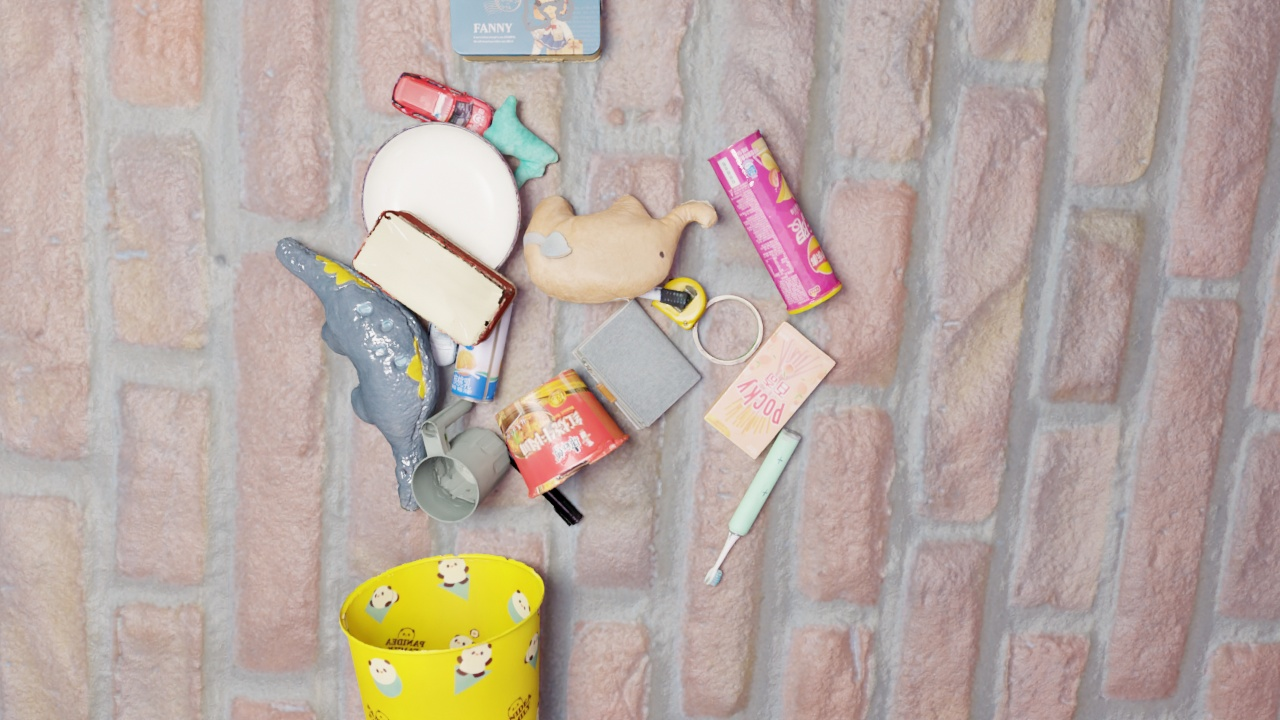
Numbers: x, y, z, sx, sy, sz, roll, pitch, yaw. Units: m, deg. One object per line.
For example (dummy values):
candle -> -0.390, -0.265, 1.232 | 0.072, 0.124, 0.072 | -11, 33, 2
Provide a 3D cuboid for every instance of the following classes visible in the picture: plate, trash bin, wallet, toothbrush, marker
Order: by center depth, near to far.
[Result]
plate -> -0.227, -0.179, 1.067 | 0.192, 0.039, 0.192 | 2, 104, 9
trash bin -> -0.220, 0.392, 1.080 | 0.229, 0.229, 0.255 | -3, 104, -2
marker -> -0.006, -0.083, 1.094 | 0.131, 0.018, 0.022 | 11, 97, 15
wallet -> -0.007, 0.007, 1.116 | 0.106, 0.037, 0.129 | -42, 99, -7
marker -> -0.124, 0.155, 1.142 | 0.022, 0.020, 0.132 | -41, 99, 14
toothbrush -> 0.137, 0.186, 1.151 | 0.027, 0.026, 0.224 | 25, 97, -27

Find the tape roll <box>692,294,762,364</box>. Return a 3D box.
tape roll -> 0.106, -0.037, 1.124 | 0.086, 0.014, 0.086 | 0, 99, -2

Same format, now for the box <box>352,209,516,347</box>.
box -> -0.232, -0.090, 1.024 | 0.168, 0.076, 0.091 | 35, 99, 0

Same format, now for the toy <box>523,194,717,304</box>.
toy -> -0.023, -0.132, 1.066 | 0.226, 0.082, 0.143 | -3, 76, -1

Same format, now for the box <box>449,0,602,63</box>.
box -> -0.134, -0.386, 1.044 | 0.184, 0.059, 0.090 | -3, 98, -3

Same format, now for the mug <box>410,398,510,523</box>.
mug -> -0.213, 0.113, 1.079 | 0.084, 0.103, 0.124 | -6, 103, 17

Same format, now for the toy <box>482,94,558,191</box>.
toy -> -0.142, -0.246, 1.071 | 0.092, 0.030, 0.096 | 32, 94, -24

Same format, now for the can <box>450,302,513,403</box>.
can -> -0.189, -0.020, 1.097 | 0.053, 0.053, 0.134 | 12, 98, -4

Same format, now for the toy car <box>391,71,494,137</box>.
toy car -> -0.229, -0.292, 1.061 | 0.120, 0.045, 0.053 | 20, 98, -7

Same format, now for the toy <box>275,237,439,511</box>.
toy -> -0.305, 0.006, 1.073 | 0.138, 0.091, 0.356 | -19, 98, 20

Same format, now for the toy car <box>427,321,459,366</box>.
toy car -> -0.236, -0.037, 1.104 | 0.043, 0.034, 0.090 | 8, 100, -6

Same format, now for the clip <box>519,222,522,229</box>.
clip -> -0.160, -0.179, 1.090 | 0.029, 0.024, 0.057 | -18, 103, 4

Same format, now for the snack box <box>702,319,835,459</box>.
snack box -> 0.158, 0.036, 1.130 | 0.084, 0.026, 0.157 | 38, 95, -7

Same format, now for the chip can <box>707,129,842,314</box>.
chip can -> 0.158, -0.162, 1.079 | 0.071, 0.071, 0.210 | -29, 98, 2

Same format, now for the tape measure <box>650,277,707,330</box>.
tape measure -> 0.050, -0.071, 1.103 | 0.060, 0.029, 0.057 | 38, 95, 12

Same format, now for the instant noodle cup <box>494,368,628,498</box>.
instant noodle cup -> -0.099, 0.082, 1.082 | 0.138, 0.138, 0.108 | -32, 89, 3
